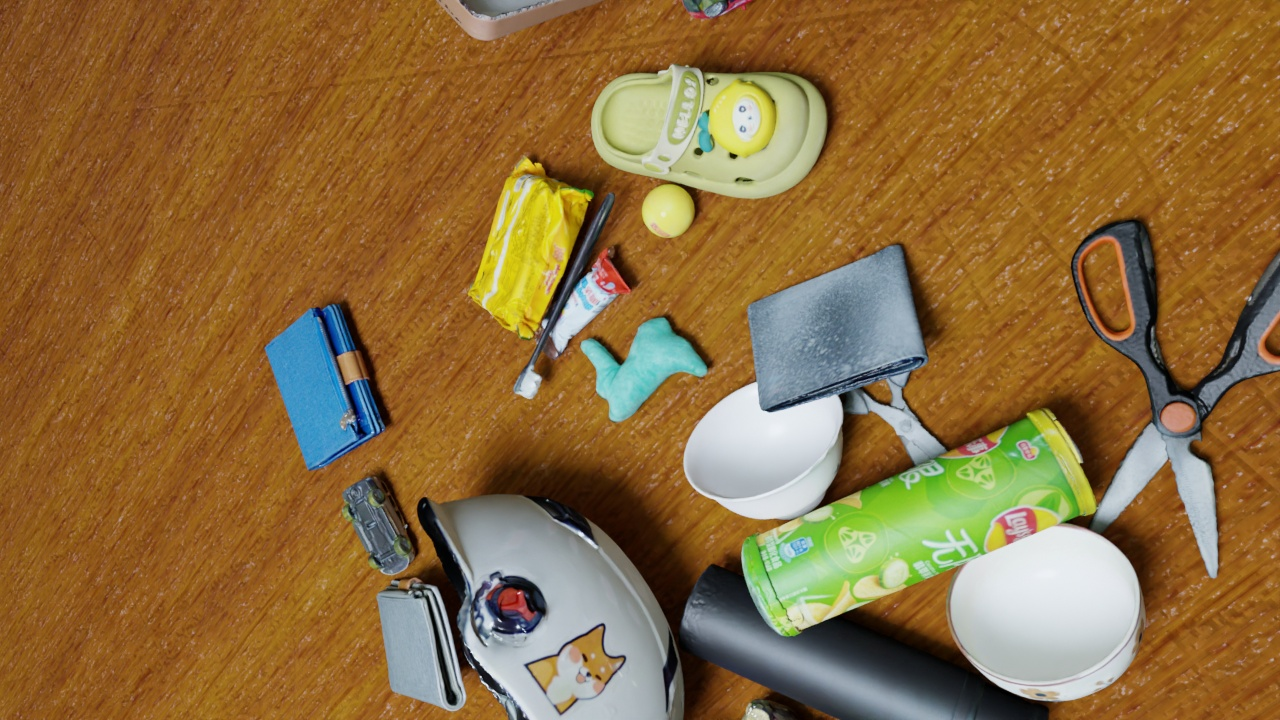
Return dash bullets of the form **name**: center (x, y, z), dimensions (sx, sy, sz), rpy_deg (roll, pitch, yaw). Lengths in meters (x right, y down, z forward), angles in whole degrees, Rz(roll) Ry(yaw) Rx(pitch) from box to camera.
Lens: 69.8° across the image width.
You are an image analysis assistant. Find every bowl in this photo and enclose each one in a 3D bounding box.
- **bowl**: center (0.097, 0.073, 0.650), dimensions (0.118, 0.118, 0.065), rpy_deg (-16, 125, 25)
- **bowl**: center (0.258, 0.164, 0.575), dimensions (0.114, 0.113, 0.062), rpy_deg (-24, 125, 24)

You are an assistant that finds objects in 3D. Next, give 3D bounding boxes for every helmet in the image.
- **helmet**: center (-0.056, 0.214, 0.676), dimensions (0.156, 0.230, 0.273), rpy_deg (-14, 72, -16)

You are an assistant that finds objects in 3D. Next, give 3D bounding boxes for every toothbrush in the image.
- **toothbrush**: center (-0.058, -0.049, 0.725), dimensions (0.018, 0.015, 0.181), rpy_deg (31, 106, 22)

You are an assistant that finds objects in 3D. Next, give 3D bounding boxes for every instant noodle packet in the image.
- **instant noodle packet**: center (-0.090, -0.092, 0.738), dimensions (0.111, 0.044, 0.128), rpy_deg (36, 108, 51)

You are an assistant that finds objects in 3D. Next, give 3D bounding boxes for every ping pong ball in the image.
- **ping pong ball**: center (0.021, -0.114, 0.700), dimensions (0.040, 0.040, 0.040), rpy_deg (1, 92, 26)

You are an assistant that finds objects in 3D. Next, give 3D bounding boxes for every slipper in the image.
- **slipper**: center (0.037, -0.171, 0.670), dimensions (0.191, 0.081, 0.092), rpy_deg (12, 100, 27)

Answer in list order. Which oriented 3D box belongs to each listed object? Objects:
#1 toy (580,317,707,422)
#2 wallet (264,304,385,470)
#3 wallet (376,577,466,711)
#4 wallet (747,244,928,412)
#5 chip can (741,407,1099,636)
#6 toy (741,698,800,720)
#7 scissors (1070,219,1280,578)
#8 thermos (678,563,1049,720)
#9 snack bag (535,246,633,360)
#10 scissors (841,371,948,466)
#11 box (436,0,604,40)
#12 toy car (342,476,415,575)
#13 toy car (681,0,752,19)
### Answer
- **toy**: center (-0.004, 0.004, 0.724), dimensions (0.092, 0.030, 0.096), rpy_deg (-48, 67, 17)
- **wallet**: center (-0.298, 0.025, 0.861), dimensions (0.107, 0.040, 0.133), rpy_deg (-29, 80, 32)
- **wallet**: center (-0.191, 0.241, 0.797), dimensions (0.130, 0.036, 0.106), rpy_deg (-19, 81, 56)
- **wallet**: center (0.133, -0.021, 0.640), dimensions (0.121, 0.019, 0.097), rpy_deg (-21, 50, 25)
- **chip can**: center (0.173, 0.108, 0.596), dimensions (0.221, 0.072, 0.072), rpy_deg (-27, 80, 12)
- **toy**: center (0.070, 0.316, 0.688), dimensions (0.105, 0.066, 0.157), rpy_deg (30, 111, -12)
- **scissors**: center (0.333, 0.011, 0.569), dimensions (0.221, 0.021, 0.225), rpy_deg (-46, 72, 26)
- **thermos**: center (0.146, 0.229, 0.639), dimensions (0.243, 0.068, 0.090), rpy_deg (19, 107, 24)
- **snack bag**: center (-0.049, -0.046, 0.745), dimensions (0.105, 0.026, 0.045), rpy_deg (-40, 79, 24)
- **scissors**: center (0.184, 0.039, 0.643), dimensions (0.163, 0.014, 0.166), rpy_deg (12, 98, 26)
- **box**: center (-0.062, -0.353, 0.680), dimensions (0.272, 0.130, 0.179), rpy_deg (-41, 73, -5)
- **toy car**: center (-0.236, 0.151, 0.838), dimensions (0.042, 0.035, 0.090), rpy_deg (-30, 85, 25)
- **toy car**: center (0.084, -0.287, 0.660), dimensions (0.121, 0.045, 0.053), rpy_deg (-17, 82, 20)
